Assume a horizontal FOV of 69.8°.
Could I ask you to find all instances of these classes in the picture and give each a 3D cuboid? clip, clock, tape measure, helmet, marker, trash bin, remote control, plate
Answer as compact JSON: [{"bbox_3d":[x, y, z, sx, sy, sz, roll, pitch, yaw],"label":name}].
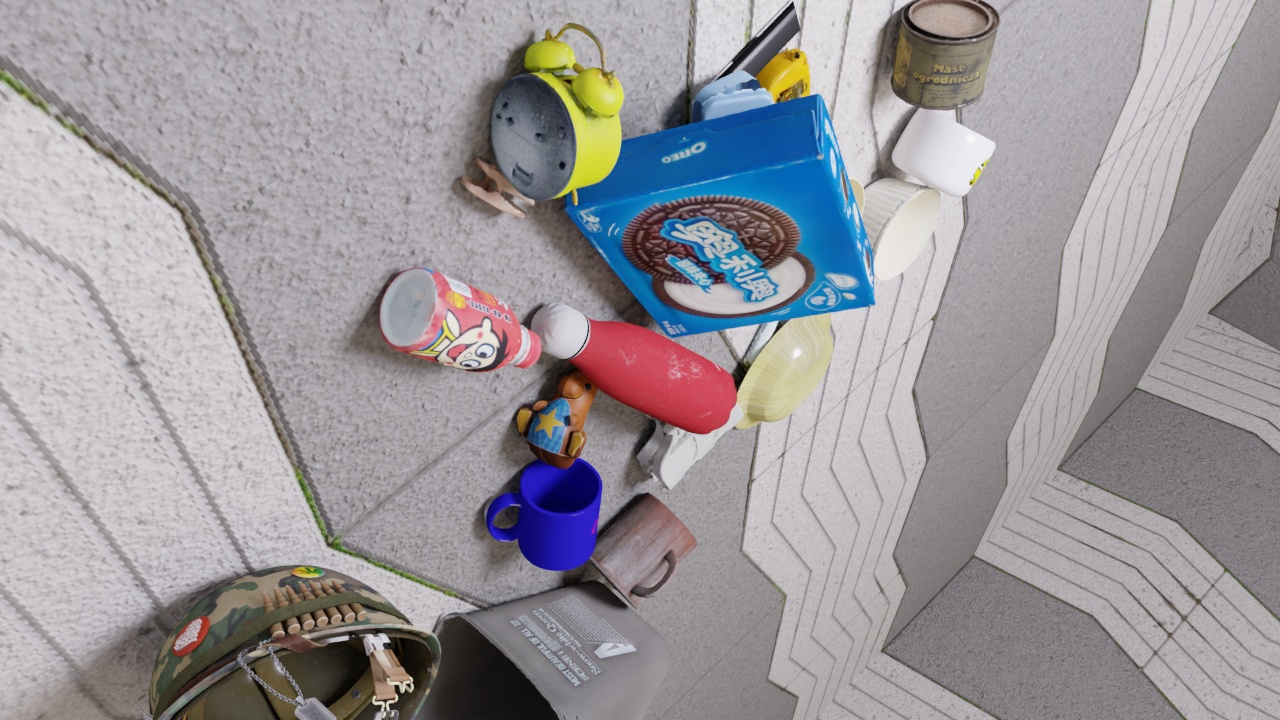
[{"bbox_3d":[-0.103,-0.119,0.653,0.049,0.026,0.061,-34,143,-20],"label":"clip"},{"bbox_3d":[-0.053,-0.163,0.612,0.056,0.083,0.119,-23,142,-44],"label":"clock"},{"bbox_3d":[0.122,-0.234,0.800,0.058,0.030,0.068,-39,146,-21],"label":"tape measure"},{"bbox_3d":[-0.245,0.256,0.662,0.224,0.236,0.193,0,119,-63],"label":"helmet"},{"bbox_3d":[0.152,-0.053,1.036,0.017,0.017,0.147,-3,126,-49],"label":"marker"},{"bbox_3d":[-0.100,0.363,1.010,0.219,0.197,0.198,-8,128,-54],"label":"trash bin"},{"bbox_3d":[0.055,0.078,1.005,0.125,0.089,0.151,-45,158,-12],"label":"clip"},{"bbox_3d":[0.091,-0.247,0.765,0.124,0.012,0.028,-47,148,-5],"label":"remote control"},{"bbox_3d":[0.186,0.019,1.114,0.184,0.036,0.185,-37,150,-26],"label":"plate"}]

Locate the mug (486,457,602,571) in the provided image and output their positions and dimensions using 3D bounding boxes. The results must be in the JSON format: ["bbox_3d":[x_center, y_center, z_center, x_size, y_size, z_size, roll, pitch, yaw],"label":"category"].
[{"bbox_3d":[-0.095,0.151,0.899,0.111,0.079,0.084,-6,132,-16],"label":"mug"}]

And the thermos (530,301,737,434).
[{"bbox_3d":[-0.005,0.005,0.838,0.239,0.073,0.073,26,102,-45],"label":"thermos"}]

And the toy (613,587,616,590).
[{"bbox_3d":[0.006,0.252,1.157,0.094,0.036,0.093,-55,153,5],"label":"toy"}]

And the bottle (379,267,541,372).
[{"bbox_3d":[-0.126,-0.022,0.688,0.062,0.062,0.137,-55,146,9],"label":"bottle"}]

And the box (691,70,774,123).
[{"bbox_3d":[0.075,-0.147,0.799,0.066,0.052,0.210,-30,147,-23],"label":"box"}]

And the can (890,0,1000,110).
[{"bbox_3d":[0.292,-0.298,0.882,0.089,0.090,0.075,-35,145,-23],"label":"can"}]

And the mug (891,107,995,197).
[{"bbox_3d":[0.330,-0.228,1.005,0.068,0.094,0.115,-62,168,21],"label":"mug"}]

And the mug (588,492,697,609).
[{"bbox_3d":[0.008,0.222,1.050,0.110,0.123,0.096,-48,123,-10],"label":"mug"}]

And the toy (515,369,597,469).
[{"bbox_3d":[-0.065,0.057,0.858,0.090,0.071,0.103,-63,160,-14],"label":"toy"}]

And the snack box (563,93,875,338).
[{"bbox_3d":[0.076,-0.102,0.747,0.239,0.196,0.056,47,40,-57],"label":"snack box"}]

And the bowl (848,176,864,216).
[{"bbox_3d":[0.149,-0.139,0.888,0.117,0.074,0.118,-31,143,-27],"label":"bowl"}]

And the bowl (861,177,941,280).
[{"bbox_3d":[0.279,-0.155,1.039,0.115,0.062,0.115,-31,143,-27],"label":"bowl"}]
